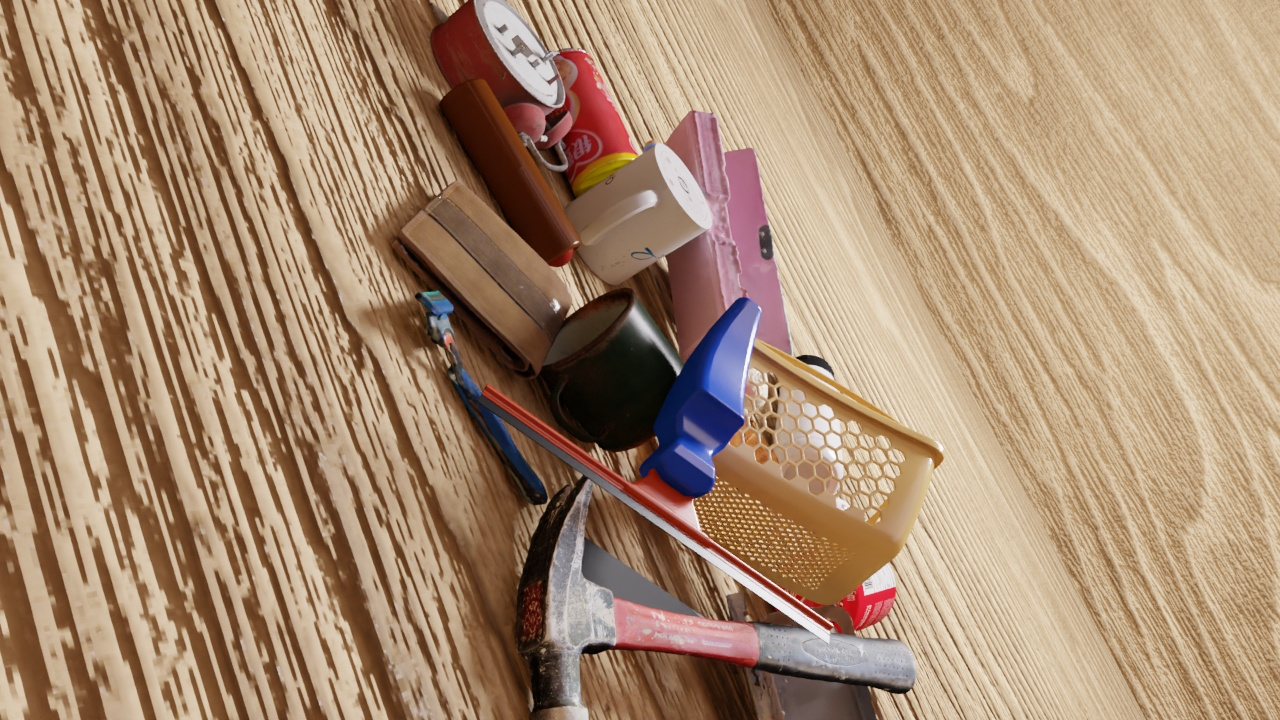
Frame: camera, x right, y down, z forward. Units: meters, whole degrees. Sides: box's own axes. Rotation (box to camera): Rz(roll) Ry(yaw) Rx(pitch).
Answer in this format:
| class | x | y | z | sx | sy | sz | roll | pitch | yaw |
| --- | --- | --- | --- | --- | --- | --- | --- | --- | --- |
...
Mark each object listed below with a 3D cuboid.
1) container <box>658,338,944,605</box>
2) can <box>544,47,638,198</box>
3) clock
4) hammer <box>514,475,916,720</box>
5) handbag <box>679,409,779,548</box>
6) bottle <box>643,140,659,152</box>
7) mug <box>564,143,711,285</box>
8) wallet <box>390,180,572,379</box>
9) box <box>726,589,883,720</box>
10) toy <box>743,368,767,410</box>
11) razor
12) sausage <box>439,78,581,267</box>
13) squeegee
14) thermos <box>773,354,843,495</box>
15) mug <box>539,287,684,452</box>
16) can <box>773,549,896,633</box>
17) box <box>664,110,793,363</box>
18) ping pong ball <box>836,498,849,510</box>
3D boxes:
| class | x | y | z | sx | sy | sz | roll | pitch | yaw |
| --- | --- | --- | --- | --- | --- | --- | --- | --- | --- |
| container | 0.113 | 0.066 | 0.684 | 0.183 | 0.130 | 0.166 | 29 | 46 | -1 |
| can | -0.050 | -0.211 | 0.828 | 0.066 | 0.067 | 0.124 | 5 | 58 | -63 |
| clock | -0.101 | -0.228 | 0.753 | 0.157 | 0.062 | 0.109 | 61 | 23 | 1 |
| hammer | 0.065 | 0.165 | 0.566 | 0.325 | 0.037 | 0.140 | 21 | 49 | -36 |
| handbag | 0.065 | 0.091 | 0.755 | 0.093 | 0.043 | 0.195 | 55 | 27 | -7 |
| bottle | 0.019 | -0.188 | 0.967 | 0.048 | 0.048 | 0.131 | 40 | 30 | -39 |
| mug | -0.008 | -0.121 | 0.771 | 0.083 | 0.097 | 0.119 | 60 | 23 | 0 |
| wallet | -0.098 | -0.055 | 0.595 | 0.121 | 0.027 | 0.098 | 47 | 28 | -17 |
| box | 0.123 | 0.261 | 0.606 | 0.114 | 0.096 | 0.216 | -2 | 55 | -15 |
| toy | 0.096 | 0.009 | 0.904 | 0.112 | 0.050 | 0.087 | -4 | 67 | -58 |
| razor | -0.093 | 0.024 | 0.530 | 0.141 | 0.018 | 0.044 | 62 | 4 | -3 |
| sausage | -0.097 | -0.139 | 0.689 | 0.155 | 0.040 | 0.040 | 59 | 23 | -3 |
| squeegee | 0.039 | 0.031 | 0.570 | 0.249 | 0.055 | 0.184 | 37 | 54 | -14 |
| thermos | 0.184 | 0.078 | 0.983 | 0.229 | 0.069 | 0.101 | -69 | 138 | -62 |
| mug | -0.021 | 0.016 | 0.611 | 0.081 | 0.085 | 0.110 | 53 | 41 | -20 |
| can | 0.170 | 0.198 | 0.792 | 0.142 | 0.075 | 0.074 | 15 | 50 | -59 |
| box | 0.086 | -0.108 | 0.861 | 0.106 | 0.100 | 0.232 | 1 | 68 | -23 |
| ping pong ball | 0.197 | 0.160 | 0.936 | 0.040 | 0.040 | 0.040 | 45 | 28 | -32 |
